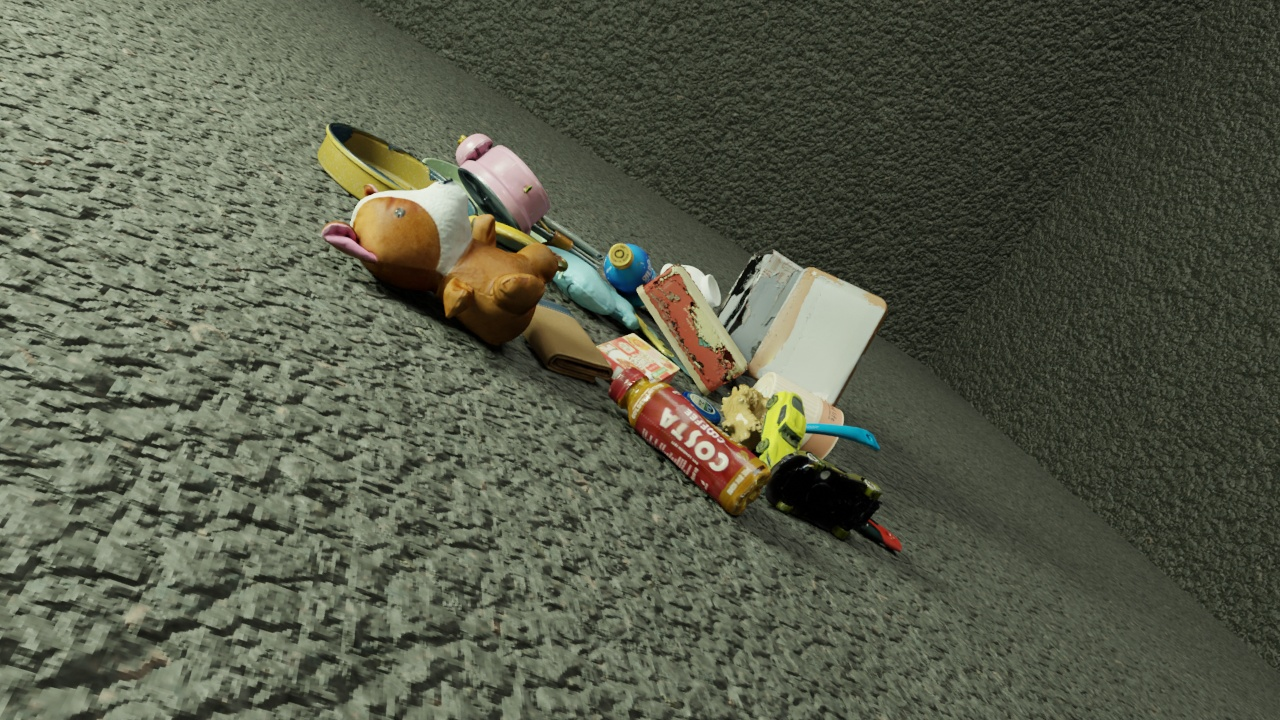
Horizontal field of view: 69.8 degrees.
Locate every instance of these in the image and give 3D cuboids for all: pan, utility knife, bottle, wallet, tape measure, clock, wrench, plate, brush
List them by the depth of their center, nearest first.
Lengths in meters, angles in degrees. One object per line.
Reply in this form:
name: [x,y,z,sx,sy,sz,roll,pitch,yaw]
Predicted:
bottle: [0.043,0.073,0.886,0.175,0.057,0.057,40,15,19]
wallet: [-0.087,-0.024,0.965,0.090,0.033,0.115,17,23,-43]
tape measure: [0.064,0.060,1.042,0.054,0.025,0.058,37,18,0]
wrench: [0.194,0.150,1.060,0.273,0.016,0.056,31,18,-14]
pan: [-0.224,-0.180,1.065,0.357,0.078,0.197,41,16,22]
brush: [0.196,0.080,1.089,0.254,0.046,0.083,11,43,-33]
clock: [-0.178,-0.220,1.143,0.158,0.059,0.117,39,-14,26]
wallet: [-0.117,-0.168,1.253,0.129,0.037,0.106,31,5,-22]
utility knife: [0.017,-0.030,1.264,0.031,0.021,0.204,21,25,-45]
bottle: [-0.014,-0.121,1.266,0.065,0.065,0.218,37,-1,8]
plate: [-0.213,-0.213,1.305,0.230,0.027,0.230,33,14,-9]

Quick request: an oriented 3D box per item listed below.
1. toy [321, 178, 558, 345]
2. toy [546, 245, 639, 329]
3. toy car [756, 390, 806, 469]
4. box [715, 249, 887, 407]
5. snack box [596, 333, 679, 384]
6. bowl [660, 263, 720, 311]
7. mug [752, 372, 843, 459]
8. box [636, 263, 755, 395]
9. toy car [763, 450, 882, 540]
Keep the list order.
toy: [-0.179,-0.100,0.846,0.199,0.131,0.140,23,21,-6]
toy: [-0.068,-0.094,1.199,0.161,0.050,0.156,40,5,8]
toy car: [0.158,0.080,1.001,0.048,0.032,0.105,39,51,-25]
box: [0.200,-0.051,1.305,0.134,0.179,0.271,32,-2,-38]
snack box: [-0.006,0.006,1.058,0.075,0.025,0.152,37,14,8]
bowl: [0.084,-0.099,1.408,0.118,0.065,0.118,43,39,-51]
mug: [0.190,0.072,1.190,0.106,0.081,0.114,30,1,-12]
box: [0.076,-0.046,1.204,0.168,0.076,0.091,56,15,1]
toy car: [0.196,0.141,0.985,0.158,0.070,0.042,27,15,-29]
